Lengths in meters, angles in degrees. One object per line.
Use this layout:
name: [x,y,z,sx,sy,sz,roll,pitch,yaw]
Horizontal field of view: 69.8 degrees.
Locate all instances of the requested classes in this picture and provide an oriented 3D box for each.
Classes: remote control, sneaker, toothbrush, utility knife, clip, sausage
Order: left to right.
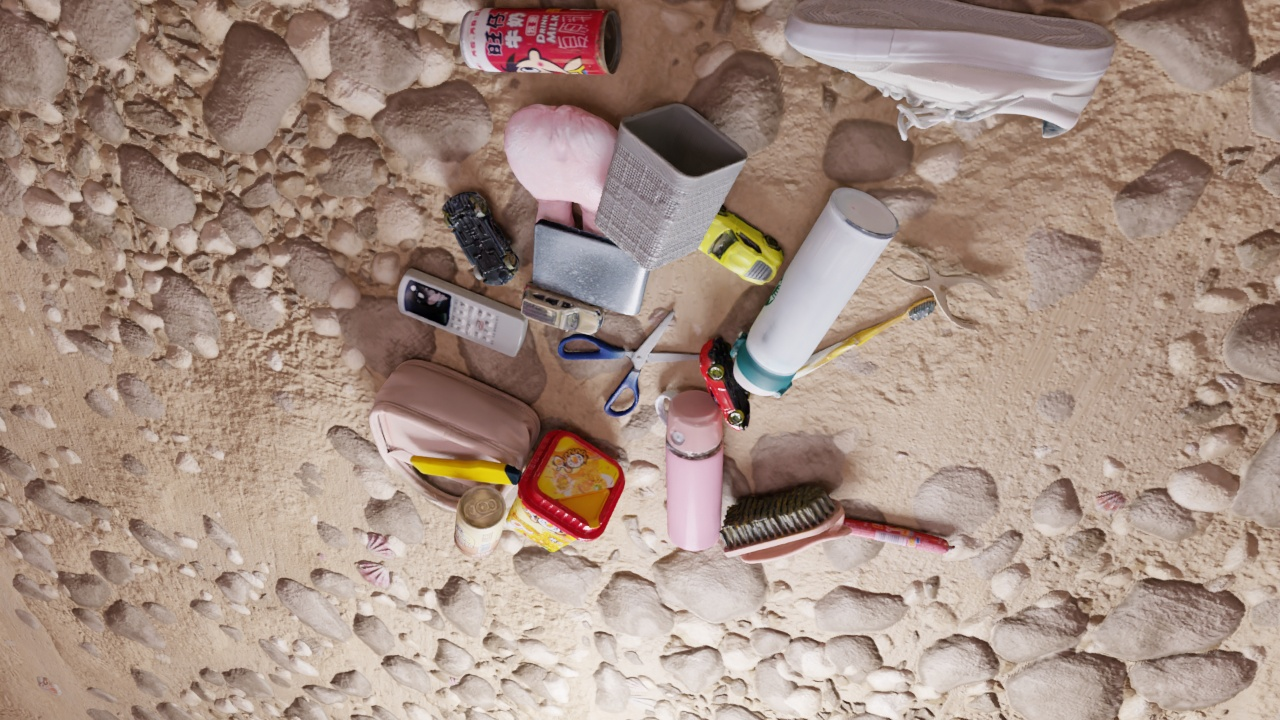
remote control: [-0.200,-0.053,1.028,0.150,0.021,0.058,21,129,2]
utility knife: [-0.200,0.124,1.056,0.154,0.015,0.033,3,134,25]
toothbrush: [0.211,-0.015,0.918,0.192,0.018,0.016,-30,110,33]
sausage: [0.281,0.199,1.054,0.156,0.020,0.020,10,128,13]
sneaker: [0.230,-0.226,0.716,0.242,0.089,0.091,9,132,4]
clip: [0.273,-0.055,0.844,0.104,0.034,0.084,14,105,8]

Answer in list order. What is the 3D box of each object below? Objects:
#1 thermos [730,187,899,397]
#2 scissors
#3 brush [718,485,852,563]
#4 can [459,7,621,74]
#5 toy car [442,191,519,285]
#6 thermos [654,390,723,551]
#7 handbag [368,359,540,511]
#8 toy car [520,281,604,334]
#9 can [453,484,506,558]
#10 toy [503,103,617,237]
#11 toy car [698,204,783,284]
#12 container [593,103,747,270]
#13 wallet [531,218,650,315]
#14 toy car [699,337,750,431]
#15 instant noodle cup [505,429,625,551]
thermos: [0.156,-0.057,0.876,0.073,0.073,0.225,26,130,-2]
scissors: [-0.013,0.002,1.011,0.175,0.012,0.163,14,128,7]
brush: [0.167,0.191,1.059,0.146,0.063,0.073,-20,111,27]
can: [-0.087,-0.278,0.799,0.133,0.053,0.053,6,127,14]
toy car: [-0.164,-0.127,0.953,0.049,0.031,0.105,-12,119,27]
thermos: [0.054,0.122,1.050,0.087,0.067,0.199,27,136,35]
handbag: [-0.237,0.120,1.143,0.193,0.093,0.235,22,137,1]
toy car: [-0.084,-0.053,0.980,0.090,0.035,0.042,17,130,3]
can: [-0.195,0.197,1.112,0.058,0.058,0.116,24,149,0]
toy: [-0.068,-0.173,0.872,0.121,0.054,0.160,10,140,11]
toy car: [0.087,-0.111,0.880,0.105,0.032,0.048,33,129,-5]
container: [0.022,-0.152,0.823,0.090,0.090,0.115,44,136,20]
wallet: [-0.051,-0.094,0.927,0.121,0.019,0.097,16,146,1]
toy car: [0.090,0.028,0.971,0.031,0.049,0.106,-13,121,27]
instant noodle cup: [-0.098,0.165,1.106,0.116,0.115,0.124,33,141,-8]
